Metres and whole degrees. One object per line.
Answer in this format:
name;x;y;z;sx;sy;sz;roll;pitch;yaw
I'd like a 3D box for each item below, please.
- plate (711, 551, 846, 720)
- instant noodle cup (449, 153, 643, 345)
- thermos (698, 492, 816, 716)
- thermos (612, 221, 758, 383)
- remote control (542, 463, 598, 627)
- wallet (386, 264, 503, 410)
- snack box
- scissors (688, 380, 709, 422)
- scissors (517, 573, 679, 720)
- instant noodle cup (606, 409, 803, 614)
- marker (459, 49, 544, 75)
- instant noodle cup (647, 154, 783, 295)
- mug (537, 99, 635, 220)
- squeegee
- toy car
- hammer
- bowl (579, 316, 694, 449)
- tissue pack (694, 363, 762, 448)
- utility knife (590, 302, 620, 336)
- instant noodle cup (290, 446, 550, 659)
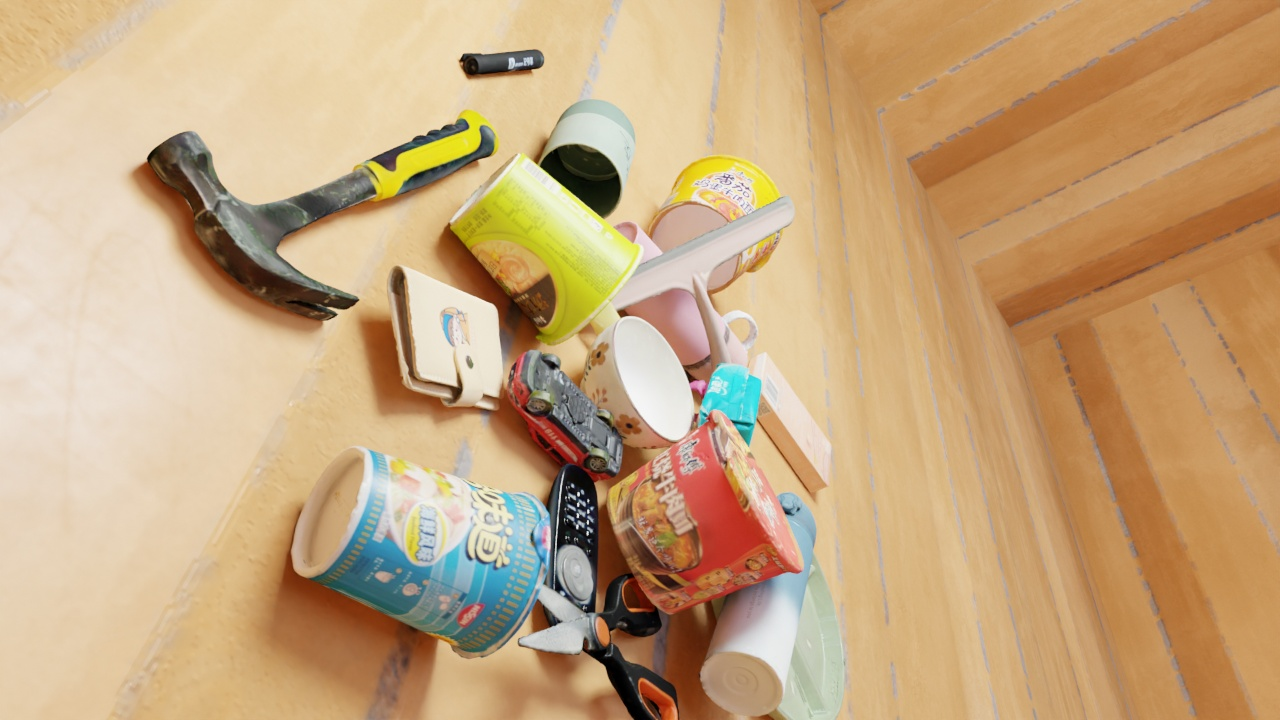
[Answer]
plate;0.130;0.235;0.873;0.230;0.028;0.229;41;34;-37
instant noodle cup;-0.080;-0.092;0.717;0.123;0.112;0.111;44;32;-17
thermos;0.105;0.192;0.767;0.070;0.070;0.219;56;29;-14
thermos;0.038;-0.054;0.901;0.198;0.087;0.067;43;7;-32
remote control;-0.051;0.137;0.646;0.053;0.024;0.136;44;35;-41
wallet;-0.127;-0.010;0.624;0.115;0.024;0.087;27;53;-68
snack box;0.177;0.074;1.093;0.157;0.026;0.084;53;29;-19
scissors;0.074;0.078;0.884;0.017;0.056;0.133;-88;165;-68
scissors;-0.028;0.175;0.613;0.189;0.022;0.229;-87;152;-57
instant noodle cup;0.047;0.124;0.708;0.138;0.109;0.137;57;11;-17
marker;-0.130;-0.287;0.880;0.022;0.020;0.131;35;28;7
instant noodle cup;0.077;-0.142;1.000;0.138;0.138;0.109;56;36;-14
mug;-0.048;-0.181;0.878;0.106;0.082;0.112;-80;166;-50
squeegee;0.074;0.003;0.883;0.040;0.247;0.250;37;-30;54
toy car;-0.059;0.045;0.689;0.120;0.045;0.052;52;27;-32
hammer;-0.180;-0.124;0.640;0.126;0.032;0.322;58;27;-11
bowl;-0.011;0.026;0.770;0.113;0.062;0.113;42;34;-38
tissue pack;0.071;0.079;0.822;0.093;0.050;0.134;-64;166;-61
utility knife;-0.005;0.005;0.821;0.166;0.031;0.018;60;-10;-28
instant noodle cup;-0.120;0.097;0.495;0.110;0.099;0.099;31;41;-33
